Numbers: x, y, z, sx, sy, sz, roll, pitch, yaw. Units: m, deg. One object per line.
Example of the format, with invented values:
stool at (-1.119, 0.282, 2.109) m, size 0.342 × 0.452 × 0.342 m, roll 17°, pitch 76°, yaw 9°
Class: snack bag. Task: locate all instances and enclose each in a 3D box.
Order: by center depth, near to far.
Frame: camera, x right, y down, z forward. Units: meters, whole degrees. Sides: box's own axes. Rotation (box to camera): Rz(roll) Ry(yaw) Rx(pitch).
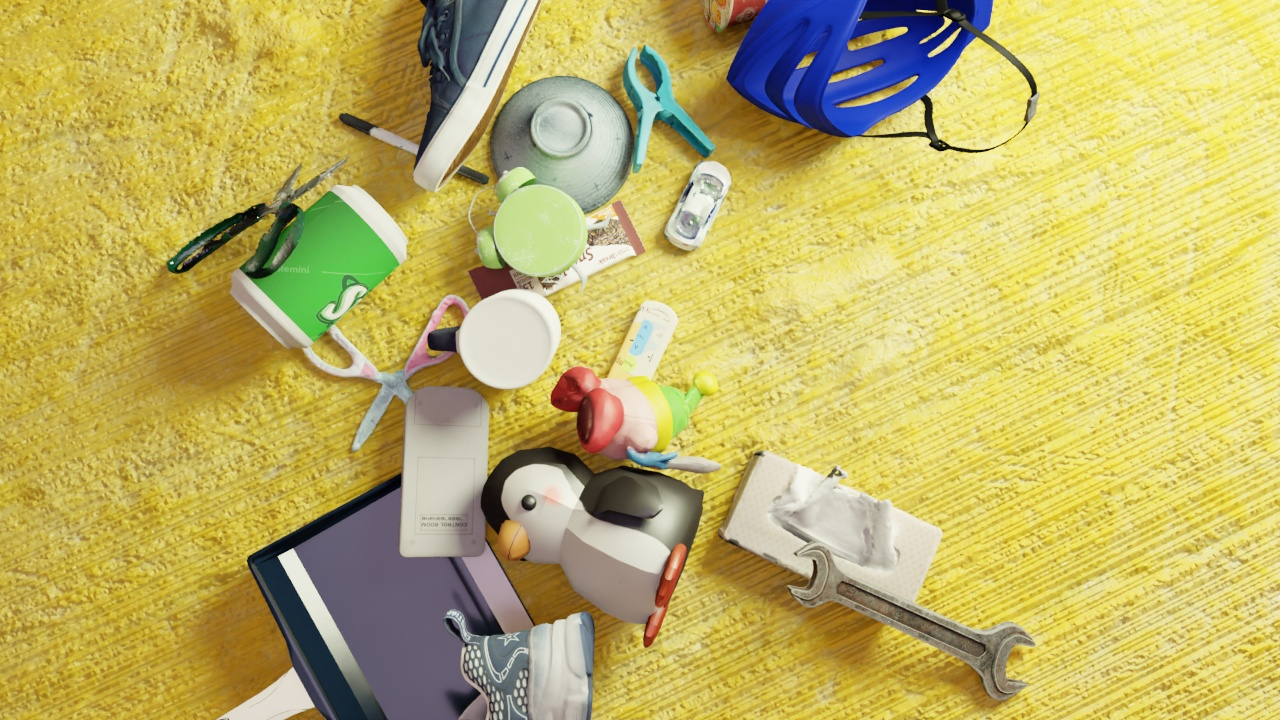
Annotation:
snack bag at (-0.077, -0.092, 0.854) m, size 0.158 × 0.013 × 0.057 m, roll -25°, pitch 88°, yaw -4°

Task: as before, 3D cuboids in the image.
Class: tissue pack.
tissue pack at (0.172, 0.151, 0.818) m, size 0.181 × 0.071 × 0.104 m, roll 25°, pitch 86°, yaw 4°

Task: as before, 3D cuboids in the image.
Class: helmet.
helmet at (0.213, -0.250, 0.782) m, size 0.241 × 0.148 × 0.227 m, roll -24°, pitch 51°, yaw -8°

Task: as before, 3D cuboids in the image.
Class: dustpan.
dustpan at (-0.243, 0.251, 0.787) m, size 0.273 × 0.080 × 0.236 m, roll -30°, pitch 87°, yaw -4°

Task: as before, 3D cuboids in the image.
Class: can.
can at (-0.279, -0.082, 0.802) m, size 0.088 × 0.088 × 0.139 m, roll 44°, pitch 77°, yaw 2°

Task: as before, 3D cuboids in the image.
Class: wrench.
wrench at (0.240, 0.226, 0.797) m, size 0.273 × 0.010 × 0.070 m, roll 27°, pitch 88°, yaw -18°

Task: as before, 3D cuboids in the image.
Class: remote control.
remote control at (-0.175, 0.099, 0.818) m, size 0.074 × 0.019 × 0.151 m, roll 4°, pitch 80°, yaw -20°
remote control at (-0.005, 0.005, 0.847) m, size 0.038 × 0.018 × 0.125 m, roll 25°, pitch 87°, yaw 0°

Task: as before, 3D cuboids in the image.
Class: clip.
clip at (0.007, -0.236, 0.857) m, size 0.097 × 0.026 × 0.116 m, roll -16°, pitch 82°, yaw -20°

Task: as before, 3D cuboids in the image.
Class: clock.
clock at (-0.095, -0.118, 0.820) m, size 0.119 × 0.042 × 0.094 m, roll 20°, pitch 95°, yaw 2°

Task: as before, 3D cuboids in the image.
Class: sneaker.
sneaker at (-0.113, 0.329, 0.754) m, size 0.132 × 0.103 × 0.270 m, roll 6°, pitch 103°, yaw -3°
sneaker at (-0.166, -0.298, 0.823) m, size 0.127 × 0.121 × 0.294 m, roll 21°, pitch 81°, yaw -12°

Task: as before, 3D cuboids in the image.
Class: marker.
marker at (-0.212, -0.199, 0.860) m, size 0.152 × 0.011 × 0.011 m, roll 24°, pitch 85°, yaw 0°

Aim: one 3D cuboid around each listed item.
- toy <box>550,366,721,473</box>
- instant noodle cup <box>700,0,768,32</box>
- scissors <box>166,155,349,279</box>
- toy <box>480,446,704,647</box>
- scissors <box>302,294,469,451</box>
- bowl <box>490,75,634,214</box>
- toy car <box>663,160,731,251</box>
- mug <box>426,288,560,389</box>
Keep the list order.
toy at (0.005, 0.044, 0.789) m, size 0.131 × 0.124 × 0.097 m, roll 19°, pitch 101°, yaw -33°
instant noodle cup at (0.120, -0.360, 0.846) m, size 0.112 × 0.100 × 0.100 m, roll -8°, pitch 85°, yaw -11°
scissors at (-0.332, -0.107, 0.784) m, size 0.202 × 0.205 × 0.015 m, roll -33°, pitch 125°, yaw 6°
toy at (-0.043, 0.133, 0.792) m, size 0.184 × 0.159 × 0.139 m, roll 21°, pitch 46°, yaw 9°
scissors at (-0.233, 0.001, 0.843) m, size 0.177 × 0.013 × 0.170 m, roll 30°, pitch 88°, yaw -1°
bowl at (-0.072, -0.205, 0.841) m, size 0.137 × 0.057 × 0.137 m, roll 0°, pitch 85°, yaw -2°
toy car at (0.055, -0.146, 0.856) m, size 0.039 × 0.027 × 0.089 m, roll 25°, pitch 85°, yaw 2°
mug at (-0.128, -0.020, 0.797) m, size 0.112 × 0.097 × 0.078 m, roll -2°, pitch 97°, yaw -1°
